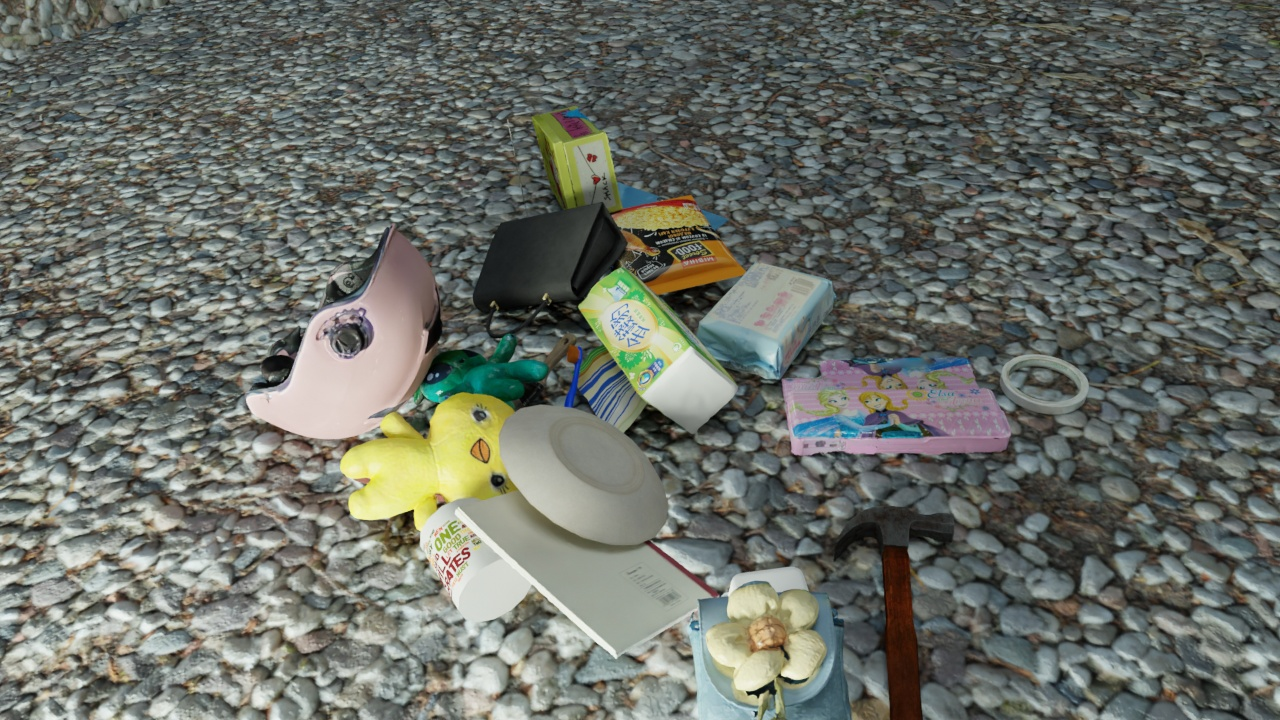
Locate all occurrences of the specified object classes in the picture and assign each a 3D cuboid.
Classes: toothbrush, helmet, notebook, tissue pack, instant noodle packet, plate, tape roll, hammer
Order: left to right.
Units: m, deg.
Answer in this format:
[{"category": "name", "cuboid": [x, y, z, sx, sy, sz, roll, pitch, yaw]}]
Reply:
[{"category": "helmet", "cuboid": [-0.308, -0.020, 1.018, 0.255, 0.152, 0.230, -55, 18, -3]}, {"category": "toothbrush", "cuboid": [-0.177, -0.257, 1.317, 0.010, 0.182, 0.010, -10, 34, -3]}, {"category": "toothbrush", "cuboid": [-0.084, 0.058, 1.017, 0.018, 0.016, 0.182, 25, 52, -23]}, {"category": "notebook", "cuboid": [-0.048, 0.178, 0.841, 0.209, 0.012, 0.152, 33, 25, 30]}, {"category": "plate", "cuboid": [-0.048, 0.102, 0.909, 0.188, 0.027, 0.188, 25, 28, -15]}, {"category": "tissue pack", "cuboid": [-0.006, 0.006, 1.048, 0.141, 0.120, 0.197, -45, 36, 8]}, {"category": "instant noodle packet", "cuboid": [0.030, -0.158, 1.243, 0.159, 0.032, 0.220, -14, 41, -11]}, {"category": "tissue pack", "cuboid": [0.151, -0.046, 1.119, 0.112, 0.070, 0.181, 20, 47, 27]}, {"category": "hammer", "cuboid": [0.223, 0.244, 0.786, 0.111, 0.028, 0.299, 4, 40, 8]}, {"category": "tape roll", "cuboid": [0.459, 0.026, 1.045, 0.093, 0.013, 0.092, -3, 38, 2]}]

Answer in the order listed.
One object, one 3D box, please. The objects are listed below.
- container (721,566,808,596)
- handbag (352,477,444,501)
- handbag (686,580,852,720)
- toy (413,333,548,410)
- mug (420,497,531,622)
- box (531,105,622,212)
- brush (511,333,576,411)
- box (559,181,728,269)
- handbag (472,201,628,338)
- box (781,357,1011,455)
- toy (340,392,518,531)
[{"category": "container", "cuboid": [0.118, 0.235, 0.787, 0.080, 0.050, 0.129, -7, 39, -3]}, {"category": "handbag", "cuboid": [-0.246, 0.125, 0.980, 0.120, 0.029, 0.055, 18, 42, 17]}, {"category": "handbag", "cuboid": [0.095, 0.260, 0.668, 0.122, 0.119, 0.191, -2, 68, 4]}, {"category": "toy", "cuboid": [-0.186, 0.025, 1.041, 0.194, 0.072, 0.130, 3, 34, 41]}, {"category": "mug", "cuboid": [-0.142, 0.184, 0.865, 0.105, 0.074, 0.089, 0, 31, -39]}, {"category": "box", "cuboid": [-0.098, -0.292, 1.348, 0.081, 0.124, 0.221, -17, 30, -9]}, {"category": "brush", "cuboid": [-0.125, 0.026, 1.060, 0.039, 0.012, 0.151, 26, 69, 41]}, {"category": "box", "cuboid": [-0.011, -0.192, 1.340, 0.232, 0.033, 0.174, 26, 47, 32]}, {"category": "handbag", "cuboid": [-0.138, -0.102, 1.186, 0.176, 0.072, 0.195, -5, 45, 34]}, {"category": "box", "cuboid": [0.277, 0.042, 1.030, 0.230, 0.035, 0.159, -1, 38, 2]}, {"category": "toy", "cuboid": [-0.192, 0.104, 0.927, 0.207, 0.092, 0.133, -9, 74, -30]}]
